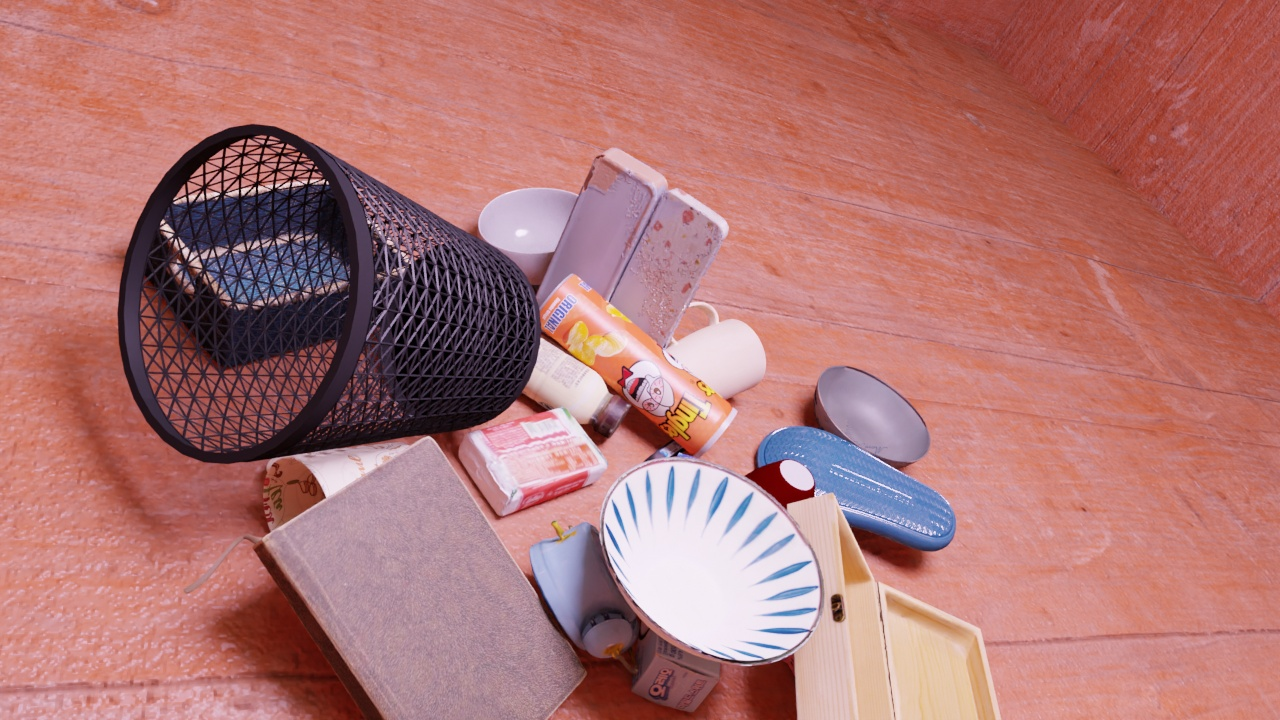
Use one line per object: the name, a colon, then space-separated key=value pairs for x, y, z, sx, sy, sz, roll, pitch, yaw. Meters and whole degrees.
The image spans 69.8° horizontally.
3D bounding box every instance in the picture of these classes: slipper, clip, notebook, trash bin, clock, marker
slipper: x=0.217 y=0.140 z=0.946 sx=0.214 sy=0.059 sz=0.103 roll=24 pitch=44 yaw=12
clip: x=0.143 y=0.261 z=0.777 sx=0.035 sy=0.022 sz=0.057 roll=5 pitch=48 yaw=-37
notebook: x=-0.151 y=0.177 z=0.596 sx=0.189 sy=0.035 sz=0.215 roll=-33 pitch=91 yaw=-50
trash bin: x=-0.208 y=-0.032 z=0.691 sx=0.217 sy=0.217 sz=0.243 roll=47 pitch=15 yaw=22
clock: x=-0.036 y=0.180 z=0.690 sx=0.124 sy=0.051 sz=0.089 roll=60 pitch=0 yaw=16
marker: x=0.041 y=0.084 z=0.927 sx=0.018 sy=0.015 sz=0.122 roll=47 pitch=41 yaw=12

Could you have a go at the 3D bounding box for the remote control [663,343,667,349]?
remote control: x=0.025 y=-0.005 z=1.025 sx=0.124 sy=0.010 sz=0.039 roll=1 pitch=45 yaw=-35

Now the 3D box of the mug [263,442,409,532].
mug: x=-0.228 y=0.093 z=0.689 sx=0.122 sy=0.081 sz=0.097 roll=20 pitch=20 yaw=31

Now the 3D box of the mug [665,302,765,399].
mug: x=0.063 y=-0.006 z=0.979 sx=0.104 sy=0.085 sz=0.111 roll=-22 pitch=94 yaw=-36

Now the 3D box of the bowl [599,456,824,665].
bowl: x=0.042 y=0.161 z=0.684 sx=0.177 sy=0.071 sz=0.177 roll=16 pitch=39 yaw=-14

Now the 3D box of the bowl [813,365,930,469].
bowl: x=0.252 y=0.076 z=1.046 sx=0.150 sy=0.057 sz=0.150 roll=19 pitch=37 yaw=-15

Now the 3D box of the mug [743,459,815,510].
mug: x=0.136 y=0.141 z=0.857 sx=0.114 sy=0.089 sz=0.086 roll=29 pitch=35 yaw=-2

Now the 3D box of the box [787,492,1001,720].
box: x=0.209 y=0.274 z=0.757 sx=0.261 sy=0.097 sz=0.246 roll=37 pitch=33 yaw=-19

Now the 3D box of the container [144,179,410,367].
container: x=-0.323 y=-0.083 z=0.822 sx=0.145 sy=0.071 sz=0.186 roll=44 pitch=37 yaw=19

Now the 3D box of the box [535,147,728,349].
box: x=-0.016 y=-0.087 z=0.918 sx=0.148 sy=0.217 sz=0.042 roll=30 pitch=34 yaw=2

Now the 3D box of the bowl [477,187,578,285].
bowl: x=-0.113 y=-0.130 z=1.021 sx=0.132 sy=0.064 sz=0.131 roll=0 pitch=42 yaw=-1

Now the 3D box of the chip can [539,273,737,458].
chip can: x=-0.005 y=0.005 z=0.901 sx=0.210 sy=0.062 sz=0.062 roll=40 pitch=36 yaw=1

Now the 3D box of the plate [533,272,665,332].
plate: x=-0.043 y=-0.087 z=1.070 sx=0.172 sy=0.019 sz=0.172 roll=19 pitch=37 yaw=-15

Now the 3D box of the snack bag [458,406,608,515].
snack bag: x=-0.094 y=0.086 z=0.807 sx=0.115 sy=0.036 sz=0.077 roll=-14 pitch=55 yaw=-45

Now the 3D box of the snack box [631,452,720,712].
snack box: x=0.038 y=0.178 z=0.772 sx=0.059 sy=0.060 sz=0.225 roll=21 pitch=36 yaw=-6

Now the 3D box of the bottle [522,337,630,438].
bottle: x=-0.087 y=0.016 z=0.881 sx=0.162 sy=0.057 sz=0.056 roll=33 pitch=35 yaw=3
